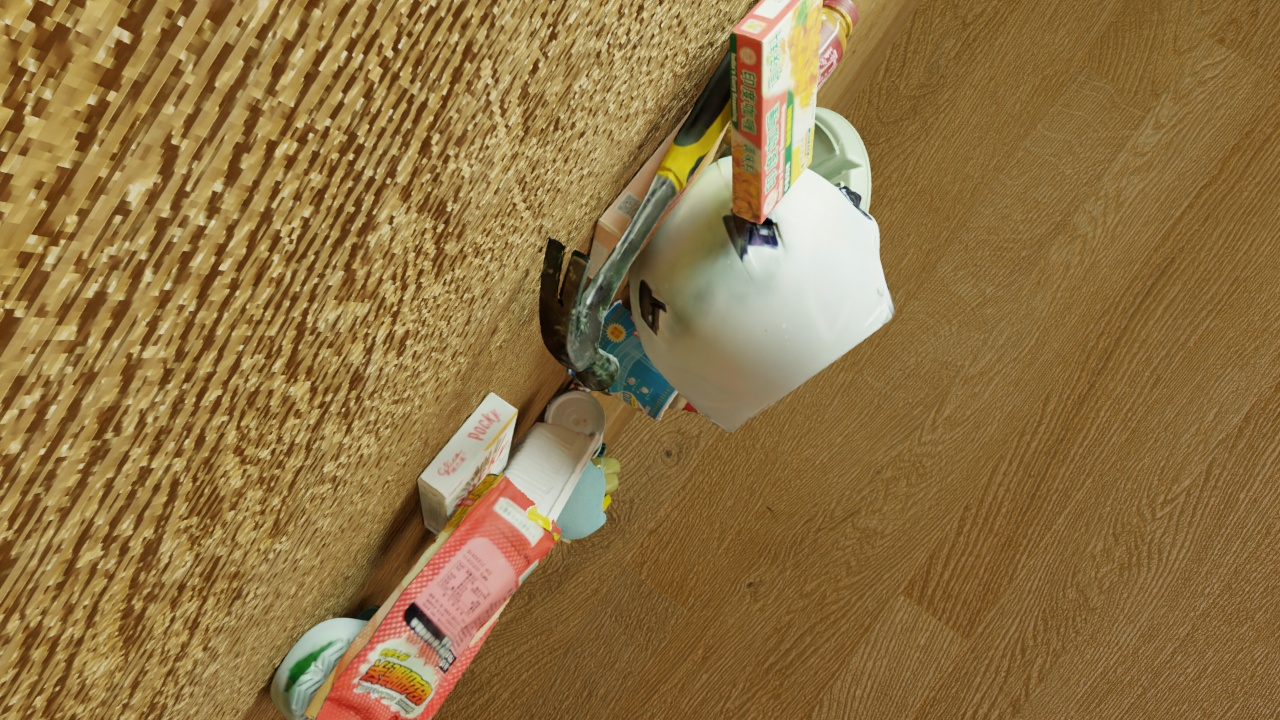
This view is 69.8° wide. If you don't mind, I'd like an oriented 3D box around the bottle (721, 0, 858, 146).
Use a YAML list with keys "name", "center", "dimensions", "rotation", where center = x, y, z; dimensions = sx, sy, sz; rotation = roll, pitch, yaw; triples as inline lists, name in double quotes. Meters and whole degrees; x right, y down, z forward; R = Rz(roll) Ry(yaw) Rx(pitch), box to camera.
- name: "bottle"
  center: [0.139, -0.263, 0.839]
  dimensions: [0.174, 0.057, 0.057]
  rotation: [-53, 176, -17]

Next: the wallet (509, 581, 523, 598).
- name: "wallet"
  center: [-0.166, 0.235, 1.134]
  dimensions: [0.129, 0.107, 0.037]
  rotation: [-51, 135, -18]

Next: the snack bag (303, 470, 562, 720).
- name: "snack bag"
  center: [-0.143, 0.188, 0.669]
  dimensions: [0.207, 0.073, 0.129]
  rotation: [-53, 146, -26]

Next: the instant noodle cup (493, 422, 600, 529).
- name: "instant noodle cup"
  center: [-0.119, 0.131, 0.850]
  dimensions: [0.138, 0.060, 0.173]
  rotation: [-42, -169, 39]

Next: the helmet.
- name: "helmet"
  center: [0.076, -0.083, 0.785]
  dimensions: [0.230, 0.146, 0.258]
  rotation: [-35, -141, 26]

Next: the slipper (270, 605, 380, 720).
- name: "slipper"
  center: [-0.222, 0.245, 0.726]
  dimensions: [0.104, 0.074, 0.245]
  rotation: [-56, 160, -14]

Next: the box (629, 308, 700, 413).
- name: "box"
  center: [0.055, -0.017, 1.076]
  dimensions: [0.091, 0.077, 0.168]
  rotation: [-58, -141, 28]

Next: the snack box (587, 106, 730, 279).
- name: "snack box"
  center: [0.016, -0.132, 0.699]
  dimensions: [0.157, 0.026, 0.085]
  rotation: [-53, 176, -22]

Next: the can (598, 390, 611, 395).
- name: "can"
  center: [-0.025, 0.010, 1.175]
  dimensions: [0.053, 0.053, 0.132]
  rotation: [-56, 176, 11]

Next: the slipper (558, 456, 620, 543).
- name: "slipper"
  center: [-0.103, 0.180, 1.083]
  dimensions: [0.190, 0.081, 0.092]
  rotation: [-26, 173, -6]

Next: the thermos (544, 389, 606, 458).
- name: "thermos"
  center: [-0.074, 0.089, 1.097]
  dimensions: [0.073, 0.073, 0.224]
  rotation: [-54, 175, -12]

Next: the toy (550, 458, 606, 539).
- name: "toy"
  center: [-0.100, 0.153, 0.994]
  dimensions: [0.156, 0.161, 0.050]
  rotation: [-44, -142, -12]

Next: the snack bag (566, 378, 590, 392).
- name: "snack bag"
  center: [-0.047, 0.002, 1.059]
  dimensions: [0.104, 0.026, 0.048]
  rotation: [-54, 167, -11]

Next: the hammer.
- name: "hammer"
  center: [0.030, -0.137, 0.616]
  dimensions: [0.323, 0.032, 0.126]
  rotation: [-59, 157, -11]

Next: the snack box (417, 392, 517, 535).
- name: "snack box"
  center: [-0.137, 0.088, 0.724]
  dimensions: [0.084, 0.027, 0.157]
  rotation: [-53, 176, -24]

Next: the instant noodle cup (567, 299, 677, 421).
- name: "instant noodle cup"
  center: [-0.006, 0.006, 0.977]
  dimensions: [0.099, 0.110, 0.099]
  rotation: [-55, 177, -5]

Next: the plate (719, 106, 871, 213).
- name: "plate"
  center: [0.130, -0.146, 0.920]
  dimensions: [0.231, 0.027, 0.230]
  rotation: [-21, -118, 46]

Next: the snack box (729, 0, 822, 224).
- name: "snack box"
  center: [0.092, -0.176, 0.630]
  dimensions: [0.076, 0.027, 0.156]
  rotation: [-50, 153, -26]
